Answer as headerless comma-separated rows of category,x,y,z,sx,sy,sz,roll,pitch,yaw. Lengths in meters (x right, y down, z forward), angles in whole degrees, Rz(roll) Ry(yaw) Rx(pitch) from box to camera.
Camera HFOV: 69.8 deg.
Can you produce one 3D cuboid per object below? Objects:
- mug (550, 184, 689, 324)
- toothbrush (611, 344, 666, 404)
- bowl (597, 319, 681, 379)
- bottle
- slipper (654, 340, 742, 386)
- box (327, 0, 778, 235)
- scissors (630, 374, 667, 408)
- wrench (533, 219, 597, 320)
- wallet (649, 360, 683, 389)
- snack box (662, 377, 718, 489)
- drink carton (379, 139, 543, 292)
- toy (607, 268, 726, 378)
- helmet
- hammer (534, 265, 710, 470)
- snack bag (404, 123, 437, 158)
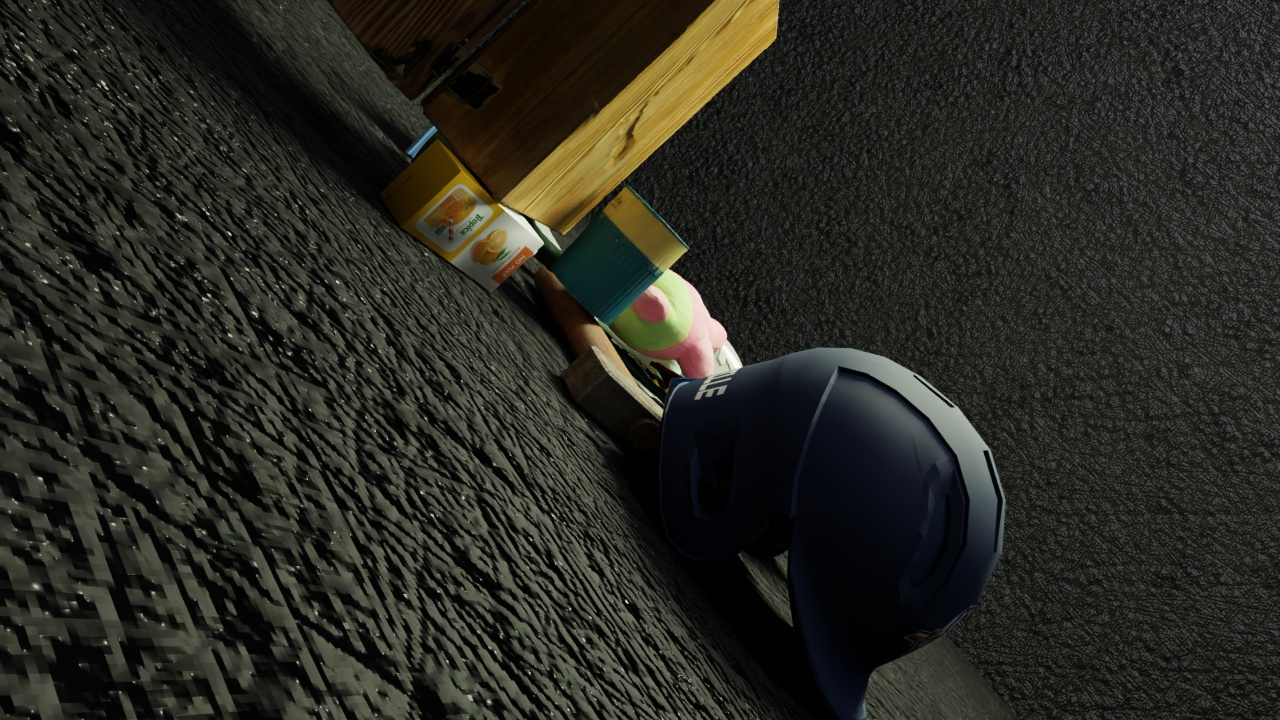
mug,-0.017,-0.096,0.868,0.083,0.107,0.113,44,7,5
toothbrush,-0.006,0.006,0.999,0.190,0.017,0.016,44,2,-1
bowl,0.007,-0.042,1.166,0.151,0.077,0.151,41,2,-2
bottle,-0.137,-0.146,0.878,0.174,0.055,0.055,42,7,-12
slipper,0.100,0.050,1.250,0.266,0.113,0.080,53,17,-1
box,-0.092,-0.320,0.734,0.323,0.279,0.283,50,6,1
scissors,0.039,0.065,1.057,0.216,0.016,0.225,49,6,10
wrench,-0.106,-0.123,1.007,0.087,0.018,0.273,32,-15,30
wallet,0.064,0.045,0.999,0.091,0.018,0.115,30,-13,32
snack box,0.134,0.092,0.908,0.155,0.069,0.202,0,-28,36
drink carton,-0.130,-0.104,0.693,0.040,0.058,0.122,52,7,31
toy,0.028,-0.049,1.033,0.192,0.097,0.236,48,13,33
helmet,0.147,0.124,0.665,0.232,0.223,0.272,29,57,-69
hammer,-0.042,-0.011,0.846,0.158,0.037,0.300,44,7,-37
snack bag,-0.142,-0.235,0.988,0.102,0.159,0.205,49,7,23
